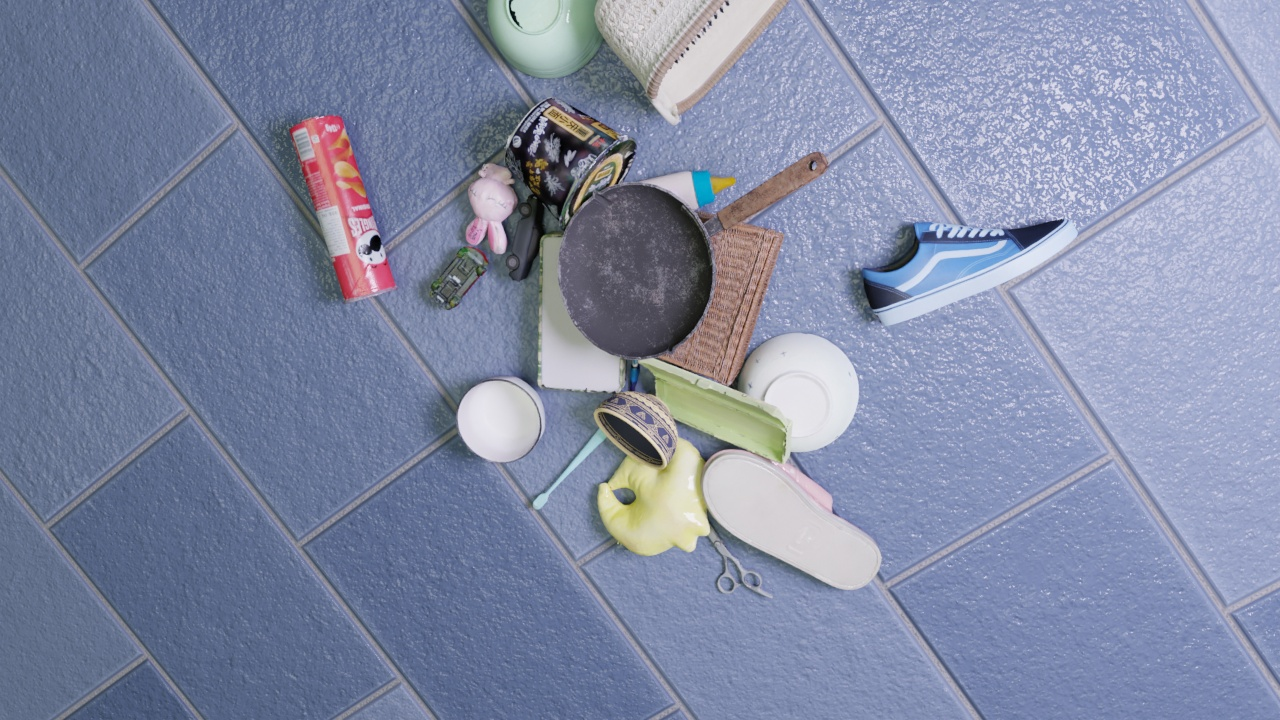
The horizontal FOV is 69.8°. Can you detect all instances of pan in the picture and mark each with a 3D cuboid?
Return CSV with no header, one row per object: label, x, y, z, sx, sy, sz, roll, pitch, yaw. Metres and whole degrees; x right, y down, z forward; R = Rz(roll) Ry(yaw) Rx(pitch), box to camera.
pan,0.059,-0.135,1.026,0.358,0.040,0.207,-27,84,27

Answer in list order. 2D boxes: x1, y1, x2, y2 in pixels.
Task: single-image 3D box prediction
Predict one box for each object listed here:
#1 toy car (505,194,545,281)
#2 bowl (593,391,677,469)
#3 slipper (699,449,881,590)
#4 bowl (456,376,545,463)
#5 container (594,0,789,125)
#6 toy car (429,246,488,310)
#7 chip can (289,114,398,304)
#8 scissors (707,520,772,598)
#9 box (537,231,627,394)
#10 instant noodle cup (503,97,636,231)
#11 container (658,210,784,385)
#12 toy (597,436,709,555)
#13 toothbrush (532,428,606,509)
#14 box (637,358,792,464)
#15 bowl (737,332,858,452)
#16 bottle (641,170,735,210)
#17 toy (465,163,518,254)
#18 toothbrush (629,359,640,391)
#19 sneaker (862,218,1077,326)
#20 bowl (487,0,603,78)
toy car,-0.142,-0.155,1.166,0.034,0.046,0.112,18,106,6
bowl,0.004,0.078,1.155,0.112,0.113,0.061,40,69,-1
slipper,0.192,0.203,1.184,0.274,0.054,0.114,36,102,-11
bowl,-0.178,0.072,1.212,0.116,0.065,0.116,2,103,9
container,0.069,-0.401,1.014,0.143,0.184,0.246,46,104,8
toy car,-0.235,-0.108,1.196,0.042,0.036,0.091,41,106,-1
chip can,-0.383,-0.194,1.184,0.073,0.073,0.233,-14,99,12
scissors,0.119,0.252,1.228,0.095,0.014,0.170,-9,103,20
box,-0.071,-0.060,1.175,0.118,0.049,0.206,2,103,6
instant noodle cup,-0.089,-0.242,1.101,0.112,0.137,0.137,40,105,10
container,0.090,-0.080,1.109,0.113,0.113,0.199,18,103,10
toy,0.025,0.184,1.204,0.155,0.064,0.171,43,103,18
toothbrush,-0.085,0.135,1.237,0.016,0.016,0.181,42,104,0
box,0.094,0.053,1.115,0.188,0.141,0.043,21,68,27
bowl,0.195,0.046,1.142,0.153,0.072,0.153,2,102,10
bottle,0.045,-0.203,1.122,0.146,0.051,0.051,-11,100,11
toy,-0.190,-0.193,1.166,0.063,0.047,0.110,14,108,15
toothbrush,-0.007,0.007,1.194,0.016,0.017,0.189,11,104,10
sneaker,0.375,-0.129,1.069,0.242,0.083,0.098,-23,98,16
bowl,-0.117,-0.416,1.089,0.151,0.077,0.151,2,102,8
